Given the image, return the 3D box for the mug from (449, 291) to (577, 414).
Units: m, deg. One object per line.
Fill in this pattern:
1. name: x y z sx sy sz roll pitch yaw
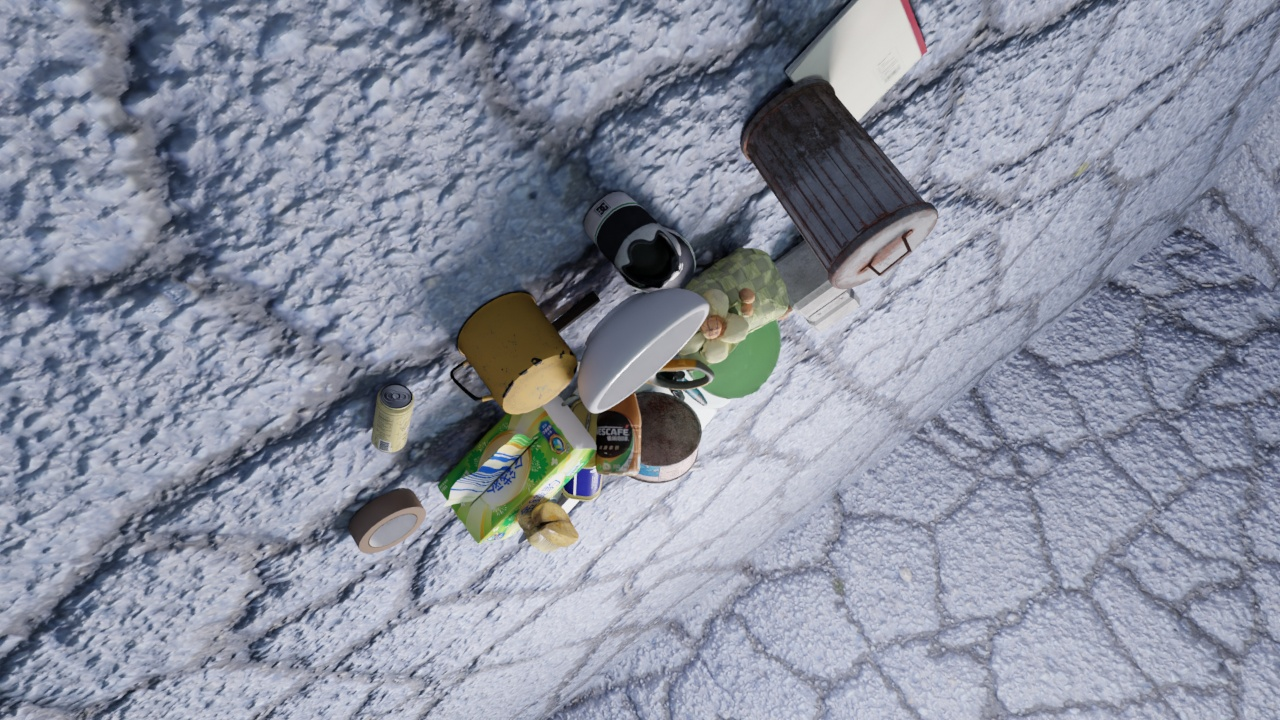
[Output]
1. mug: -0.140 0.001 0.986 0.123 0.094 0.101 -34 156 -12

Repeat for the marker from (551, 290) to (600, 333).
1. marker: -0.098 -0.037 1.073 0.124 0.017 0.021 -38 112 -4

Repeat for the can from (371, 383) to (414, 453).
1. can: -0.266 0.062 0.985 0.038 0.038 0.080 -21 151 -35

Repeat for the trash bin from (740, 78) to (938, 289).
1. trash bin: 0.216 -0.185 0.997 0.130 0.211 0.131 -27 159 -11

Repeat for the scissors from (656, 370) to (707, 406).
1. scissors: 0.047 0.031 1.292 0.144 0.126 0.019 135 -22 -69

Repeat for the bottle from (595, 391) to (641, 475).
1. bottle: -0.028 0.068 1.211 0.059 0.167 0.059 2 174 0

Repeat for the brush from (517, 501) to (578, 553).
1. brush: -0.118 0.221 1.205 0.043 0.059 0.195 -29 166 0

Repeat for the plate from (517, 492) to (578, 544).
1. plate: -0.115 0.213 1.394 0.188 0.016 0.188 -46 -176 4

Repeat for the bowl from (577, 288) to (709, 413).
1. bowl: -0.009 -0.023 1.014 0.176 0.066 0.177 -41 170 -9

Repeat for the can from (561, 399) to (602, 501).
1. can: -0.077 0.123 1.285 0.056 0.116 0.092 7 145 -1

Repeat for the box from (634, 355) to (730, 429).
1. box: 0.042 0.062 1.380 0.208 0.037 0.190 6 132 -34

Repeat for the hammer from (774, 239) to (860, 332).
1. hammer: 0.169 -0.043 1.397 0.318 0.083 0.162 -36 158 14

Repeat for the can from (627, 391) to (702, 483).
1. can: 0.019 0.107 1.290 0.129 0.130 0.044 -27 146 -25

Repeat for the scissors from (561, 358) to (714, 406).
1. scissors: -0.009 0.005 1.138 0.216 0.016 0.226 29 126 -28

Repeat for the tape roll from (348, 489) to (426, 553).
1. tape roll: -0.323 0.206 1.174 0.093 0.030 0.094 -31 156 -16

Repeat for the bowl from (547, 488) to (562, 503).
1. bowl: -0.166 0.190 1.318 0.150 0.074 0.151 -32 155 -17

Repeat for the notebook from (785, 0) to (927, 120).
1. notebook: 0.250 -0.339 1.038 0.153 0.012 0.208 -45 156 13

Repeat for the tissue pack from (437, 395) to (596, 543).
1. tissue pack: -0.172 0.137 1.168 0.198 0.120 0.141 -51 158 12

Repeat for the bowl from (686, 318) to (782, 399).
1. bowl: 0.115 -0.025 1.289 0.150 0.151 0.077 -31 -163 -16

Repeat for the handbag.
1. handbag: 0.110 -0.070 1.176 0.186 0.113 0.117 -32 -165 -13

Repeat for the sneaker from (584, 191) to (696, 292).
1. sneaker: 0.018 -0.109 1.036 0.084 0.079 0.235 -43 157 8
